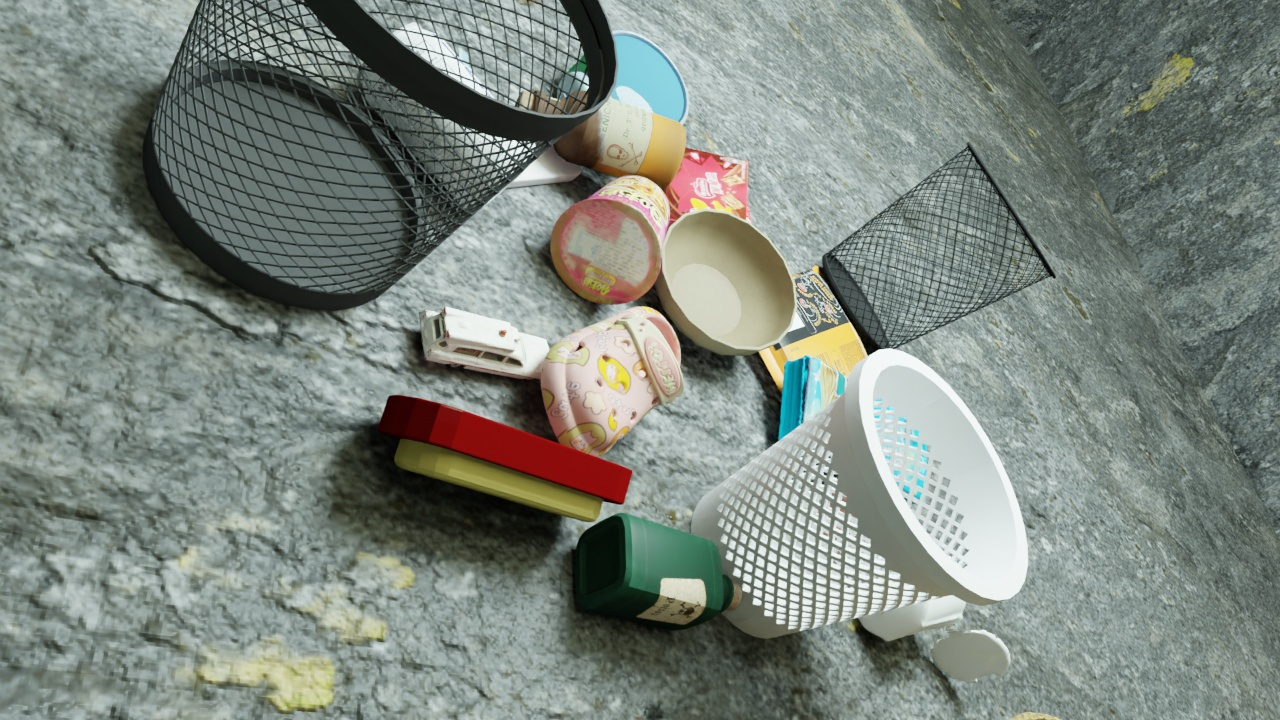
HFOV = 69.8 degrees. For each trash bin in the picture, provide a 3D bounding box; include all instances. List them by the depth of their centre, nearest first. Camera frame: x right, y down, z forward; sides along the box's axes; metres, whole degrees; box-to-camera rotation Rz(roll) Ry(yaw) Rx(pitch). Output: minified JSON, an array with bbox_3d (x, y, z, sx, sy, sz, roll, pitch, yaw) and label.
[{"bbox_3d":[-0.170,-0.169,0.569,0.217,0.228,0.217,28,44,-31],"label":"trash bin"},{"bbox_3d":[0.156,0.124,0.722,0.195,0.200,0.195,28,44,-31],"label":"trash bin"},{"bbox_3d":[0.345,-0.121,1.092,0.184,0.211,0.183,44,26,-28],"label":"trash bin"}]

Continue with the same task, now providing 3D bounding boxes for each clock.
[{"bbox_3d":[-0.025,-0.260,0.940,0.122,0.076,0.161,47,50,-11],"label":"clock"}]

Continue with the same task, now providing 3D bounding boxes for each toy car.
[{"bbox_3d":[-0.107,-0.012,0.674,0.113,0.039,0.039,13,54,-43],"label":"toy car"}]

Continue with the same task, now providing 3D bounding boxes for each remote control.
[{"bbox_3d":[-0.101,-0.181,0.837,0.136,0.013,0.043,-22,79,-53],"label":"remote control"}]

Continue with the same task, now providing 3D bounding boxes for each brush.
[{"bbox_3d":[-0.088,0.069,0.602,0.173,0.082,0.041,24,76,-35],"label":"brush"}]

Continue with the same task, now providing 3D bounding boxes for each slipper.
[{"bbox_3d":[-0.004,0.004,0.730,0.196,0.082,0.093,-42,111,-57],"label":"slipper"}]

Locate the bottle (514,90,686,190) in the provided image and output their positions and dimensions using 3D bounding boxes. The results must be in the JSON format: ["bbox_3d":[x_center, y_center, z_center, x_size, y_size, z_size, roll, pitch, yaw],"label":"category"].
[{"bbox_3d":[-0.041,-0.211,0.850,0.156,0.068,0.067,14,50,-20],"label":"bottle"}]

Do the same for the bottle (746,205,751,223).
[{"bbox_3d":[0.101,-0.146,1.008,0.042,0.042,0.141,29,43,-31],"label":"bottle"}]

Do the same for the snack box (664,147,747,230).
[{"bbox_3d":[0.070,-0.177,0.982,0.089,0.021,0.132,10,47,-4],"label":"snack box"}]

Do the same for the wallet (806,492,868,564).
[{"bbox_3d":[0.182,0.158,0.876,0.122,0.020,0.072,-16,74,-52],"label":"wallet"}]

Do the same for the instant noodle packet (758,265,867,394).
[{"bbox_3d":[0.187,-0.023,1.014,0.220,0.032,0.160,-18,78,-52],"label":"instant noodle packet"}]

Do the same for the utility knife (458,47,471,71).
[{"bbox_3d":[-0.158,-0.237,0.820,0.022,0.015,0.126,20,45,-36],"label":"utility knife"}]

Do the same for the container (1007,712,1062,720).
[{"bbox_3d":[0.220,0.403,0.579,0.306,0.197,0.306,28,45,-33],"label":"container"}]

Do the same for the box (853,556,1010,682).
[{"bbox_3d":[0.273,0.246,0.861,0.140,0.084,0.141,4,53,-47],"label":"box"}]

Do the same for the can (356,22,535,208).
[{"bbox_3d":[-0.154,-0.193,0.733,0.136,0.078,0.078,48,37,-9],"label":"can"}]

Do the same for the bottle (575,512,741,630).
[{"bbox_3d":[0.021,0.158,0.663,0.131,0.061,0.061,24,48,-34],"label":"bottle"}]

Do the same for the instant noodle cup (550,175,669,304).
[{"bbox_3d":[-0.018,-0.116,0.818,0.097,0.098,0.108,45,29,-12],"label":"instant noodle cup"}]

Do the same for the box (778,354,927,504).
[{"bbox_3d":[0.227,0.077,0.947,0.226,0.041,0.094,27,62,-37],"label":"box"}]

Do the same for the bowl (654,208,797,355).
[{"bbox_3d":[0.075,-0.069,0.894,0.152,0.051,0.152,13,61,-24],"label":"bowl"}]
